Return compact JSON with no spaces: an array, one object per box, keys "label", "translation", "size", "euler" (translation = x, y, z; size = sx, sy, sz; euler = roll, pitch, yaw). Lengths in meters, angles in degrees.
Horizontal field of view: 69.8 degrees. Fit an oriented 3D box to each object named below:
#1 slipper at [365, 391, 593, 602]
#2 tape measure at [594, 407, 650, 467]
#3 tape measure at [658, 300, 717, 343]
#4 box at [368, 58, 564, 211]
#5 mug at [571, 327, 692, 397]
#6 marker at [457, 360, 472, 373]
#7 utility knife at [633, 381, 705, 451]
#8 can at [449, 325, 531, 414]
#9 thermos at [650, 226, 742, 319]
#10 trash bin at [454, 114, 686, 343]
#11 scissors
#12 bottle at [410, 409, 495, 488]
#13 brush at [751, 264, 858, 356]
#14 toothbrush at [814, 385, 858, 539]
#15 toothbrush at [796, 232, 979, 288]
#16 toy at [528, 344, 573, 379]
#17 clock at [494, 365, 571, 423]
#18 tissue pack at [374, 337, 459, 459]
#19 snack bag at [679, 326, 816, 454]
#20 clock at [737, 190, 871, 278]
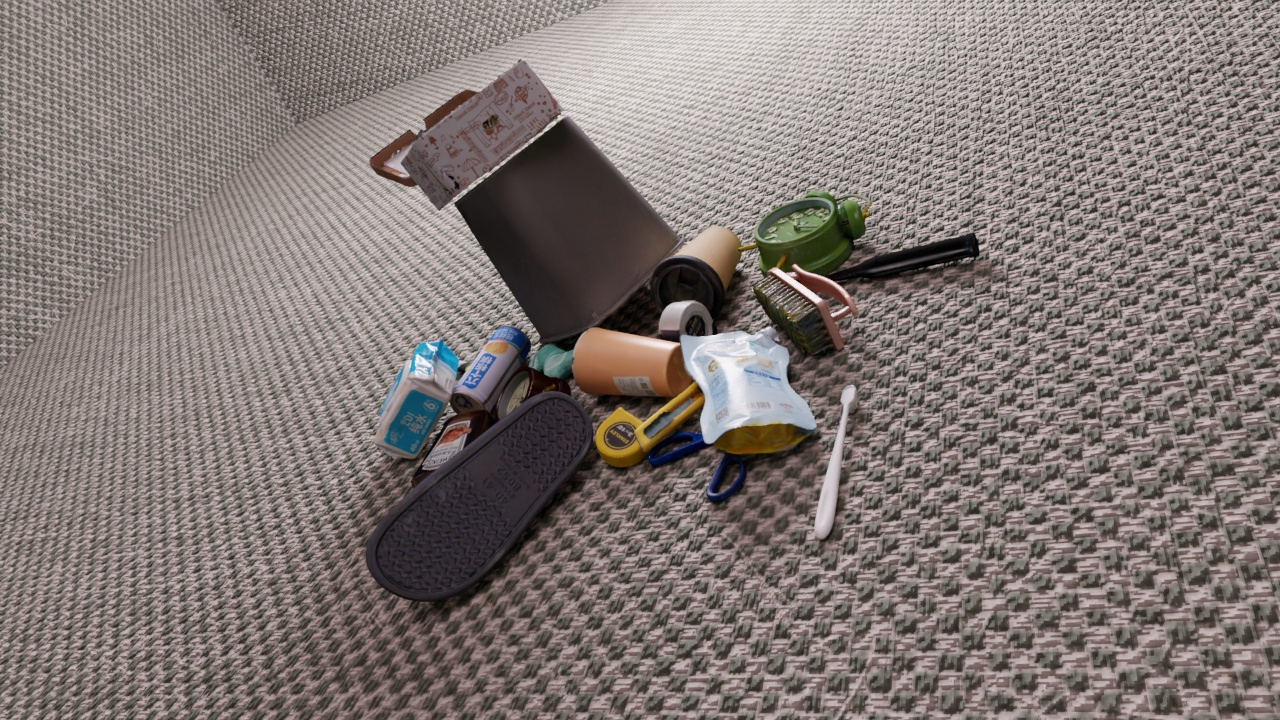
[{"label":"slipper","translation":[-0.159,0.140,0.938],"size":[0.267,0.110,0.083],"euler":[-43,4,-25]},{"label":"tape measure","translation":[-0.017,0.084,0.954],"size":[0.060,0.029,0.057],"euler":[32,63,34]},{"label":"tape measure","translation":[0.052,-0.035,1.045],"size":[0.034,0.066,0.065],"euler":[2,42,42]},{"label":"box","translation":[-0.225,-0.279,1.153],"size":[0.177,0.106,0.272],"euler":[-43,27,-18]},{"label":"mug","translation":[-0.006,0.006,1.026],"size":[0.123,0.078,0.078],"euler":[6,44,37]},{"label":"marker","translation":[-0.239,0.011,1.258],"size":[0.124,0.015,0.018],"euler":[9,46,49]},{"label":"utility knife","translation":[0.051,0.045,0.954],"size":[0.033,0.015,0.154],"euler":[39,59,24]},{"label":"can","translation":[-0.191,0.016,1.172],"size":[0.053,0.053,0.134],"euler":[-7,37,31]},{"label":"thermos","translation":[0.074,-0.107,1.123],"size":[0.093,0.093,0.142],"euler":[-7,28,30]},{"label":"trash bin","translation":[-0.098,-0.169,1.173],"size":[0.198,0.220,0.199],"euler":[-45,16,-27]},{"label":"scissors","translation":[0.085,0.079,0.904],"size":[0.176,0.012,0.162],"euler":[-17,31,15]},{"label":"bottle","translation":[-0.222,0.136,1.027],"size":[0.080,0.044,0.194],"euler":[-14,34,29]},{"label":"brush","translation":[0.176,-0.064,0.997],"size":[0.073,0.063,0.145],"euler":[-33,29,-1]},{"label":"toothbrush","translation":[0.176,0.088,0.818],"size":[0.016,0.016,0.179],"euler":[-10,37,31]},{"label":"toothbrush","translation":[0.265,-0.105,1.022],"size":[0.213,0.027,0.026],"euler":[-11,43,29]},{"label":"toy","translation":[-0.114,0.006,1.153],"size":[0.096,0.030,0.092],"euler":[-44,29,-12]},{"label":"clock","translation":[-0.129,0.049,1.049],"size":[0.122,0.055,0.082],"euler":[15,79,59]},{"label":"tissue pack","translation":[-0.278,0.047,1.135],"size":[0.140,0.063,0.089],"euler":[-55,20,26]},{"label":"snack bag","translation":[0.104,0.022,0.921],"size":[0.110,0.039,0.190],"euler":[-12,33,2]},{"label":"clock","translation":[0.208,-0.157,1.115],"size":[0.161,0.056,0.116],"euler":[-33,32,-10]}]
